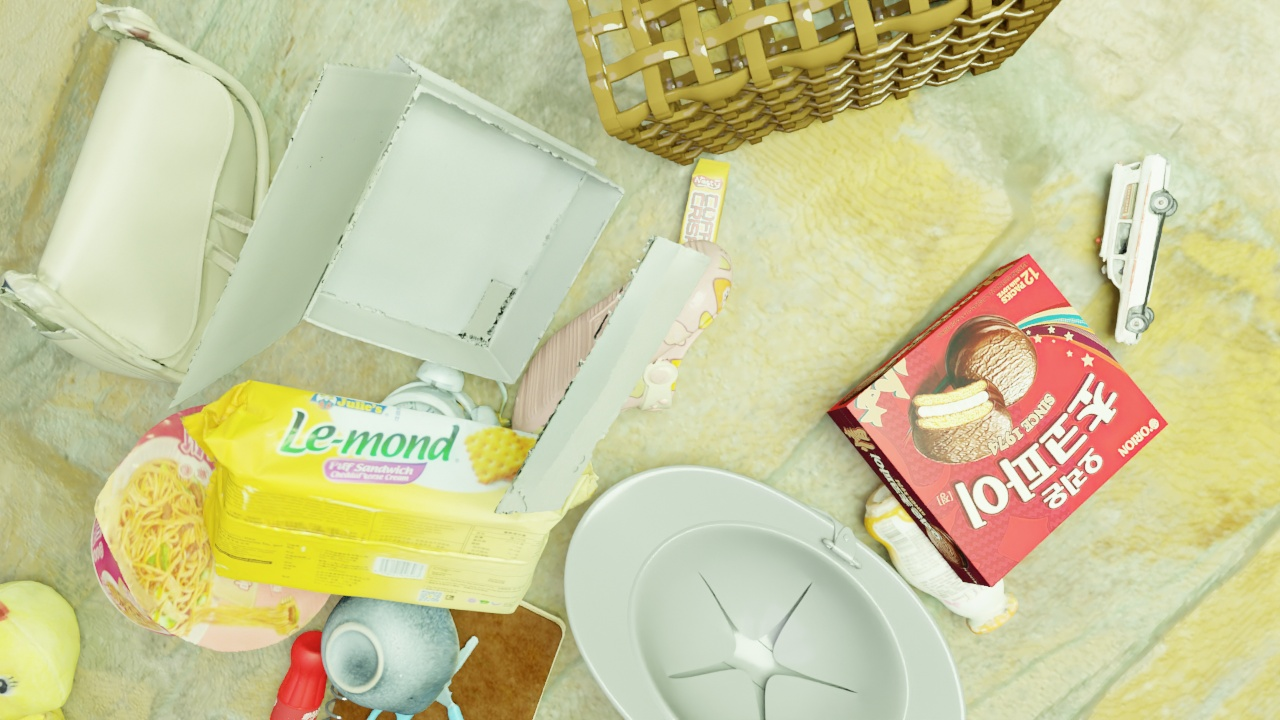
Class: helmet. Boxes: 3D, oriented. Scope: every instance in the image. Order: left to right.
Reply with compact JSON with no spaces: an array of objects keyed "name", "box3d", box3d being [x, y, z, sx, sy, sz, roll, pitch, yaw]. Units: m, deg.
[{"name":"helmet","box3d":[0.073,0.192,0.613,0.271,0.118,0.183,36,73,11]}]

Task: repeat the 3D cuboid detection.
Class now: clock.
[{"name":"clock","box3d":[-0.149,0.047,0.669,0.117,0.057,0.083,-41,93,4]}]

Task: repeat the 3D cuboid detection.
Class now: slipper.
[{"name":"slipper","box3d":[-0.004,0.004,0.615,0.198,0.093,0.081,-38,118,27]}]

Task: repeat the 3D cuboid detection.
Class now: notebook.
[{"name":"notebook","box3d":[-0.164,0.266,0.715,0.167,0.024,0.226,22,102,14]}]

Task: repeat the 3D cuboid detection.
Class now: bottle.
[{"name":"bottle","box3d":[-0.278,0.278,0.744,0.036,0.036,0.119,23,103,9]},{"name":"bottle","box3d":[0.197,0.124,0.596,0.063,0.063,0.109,-38,88,15]}]

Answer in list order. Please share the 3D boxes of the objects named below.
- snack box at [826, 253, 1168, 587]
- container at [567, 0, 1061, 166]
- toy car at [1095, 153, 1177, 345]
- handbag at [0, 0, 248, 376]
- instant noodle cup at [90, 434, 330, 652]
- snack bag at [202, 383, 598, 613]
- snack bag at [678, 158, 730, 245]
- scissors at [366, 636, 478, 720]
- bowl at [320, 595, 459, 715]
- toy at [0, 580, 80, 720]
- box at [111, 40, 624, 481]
[{"name":"snack box","box3d":[0.216,0.035,0.559,0.152,0.036,0.132,-38,88,-11]},{"name":"container","box3d":[0.074,-0.264,0.488,0.214,0.219,0.251,-14,94,15]},{"name":"toy car","box3d":[0.298,-0.067,0.559,0.039,0.039,0.113,12,102,33]},{"name":"handbag","box3d":[-0.321,-0.098,0.637,0.132,0.184,0.229,13,84,9]},{"name":"instant noodle cup","box3d":[-0.314,0.127,0.672,0.078,0.178,0.178,-22,92,32]},{"name":"snack bag","box3d":[-0.166,0.100,0.600,0.247,0.068,0.160,12,138,-16]},{"name":"snack bag","box3d":[0.041,-0.087,0.625,0.026,0.020,0.099,13,101,10]},{"name":"scissors","box3d":[-0.150,0.269,0.693,0.129,0.015,0.135,41,108,9]},{"name":"bowl","box3d":[-0.193,0.210,0.671,0.110,0.055,0.110,0,90,20]},{"name":"toy","box3d":[-0.530,0.268,0.780,0.134,0.092,0.208,14,110,17]},{"name":"box","box3d":[-0.124,-0.062,0.503,0.165,0.329,0.167,30,104,-2]}]
